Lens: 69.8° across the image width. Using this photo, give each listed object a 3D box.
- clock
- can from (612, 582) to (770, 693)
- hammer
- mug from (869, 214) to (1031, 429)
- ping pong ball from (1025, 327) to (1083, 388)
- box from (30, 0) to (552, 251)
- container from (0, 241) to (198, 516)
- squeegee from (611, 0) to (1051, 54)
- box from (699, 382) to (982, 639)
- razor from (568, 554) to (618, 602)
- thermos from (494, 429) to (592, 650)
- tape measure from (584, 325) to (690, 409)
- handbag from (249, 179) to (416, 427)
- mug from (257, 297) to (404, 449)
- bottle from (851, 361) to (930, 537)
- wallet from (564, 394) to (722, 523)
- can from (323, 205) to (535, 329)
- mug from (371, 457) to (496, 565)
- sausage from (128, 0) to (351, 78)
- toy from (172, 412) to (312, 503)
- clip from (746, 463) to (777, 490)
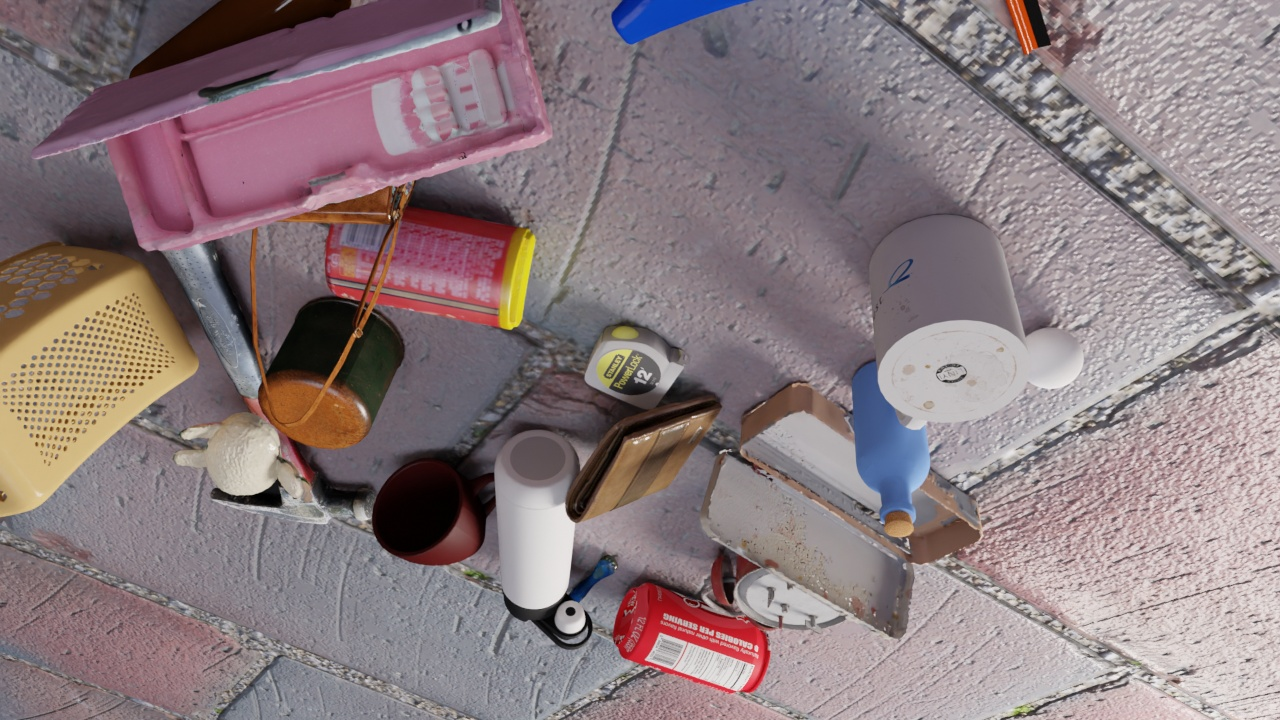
[{"bbox_3d":[0.123,0.204,0.821,0.157,0.061,0.110,-32,123,34],"label":"clock"},{"bbox_3d":[0.049,0.271,0.892,0.142,0.074,0.075,23,134,-12],"label":"can"},{"bbox_3d":[-0.319,0.024,0.739,0.140,0.036,0.327,3,135,5],"label":"hammer"},{"bbox_3d":[0.181,-0.013,0.568,0.083,0.096,0.120,10,136,0],"label":"mug"},{"bbox_3d":[0.269,-0.002,0.604,0.040,0.040,0.040,5,135,5],"label":"ping pong ball"},{"bbox_3d":[-0.171,-0.128,0.457,0.233,0.106,0.099,-14,98,4],"label":"box"},{"bbox_3d":[-0.432,0.008,0.627,0.167,0.182,0.129,1,126,23],"label":"container"},{"bbox_3d":[0.067,-0.200,0.432,0.185,0.055,0.249,-19,146,26],"label":"squeegee"},{"bbox_3d":[0.160,0.124,0.711,0.217,0.095,0.115,32,128,-22],"label":"box"},{"bbox_3d":[-0.058,0.229,0.909,0.044,0.018,0.141,42,129,3],"label":"razor"},{"bbox_3d":[-0.079,0.164,0.801,0.101,0.068,0.230,33,141,22],"label":"thermos"},{"bbox_3d":[-0.004,0.004,0.674,0.065,0.016,0.064,22,134,-12],"label":"tape measure"},{"bbox_3d":[-0.187,-0.058,0.520,0.093,0.195,0.043,2,157,4],"label":"handbag"},{"bbox_3d":[-0.233,0.020,0.685,0.085,0.081,0.111,23,134,-13],"label":"mug"},{"bbox_3d":[0.169,0.060,0.619,0.048,0.130,0.048,5,135,5],"label":"bottle"},{"bbox_3d":[0.001,0.076,0.707,0.098,0.027,0.121,-13,147,-37],"label":"wallet"},{"bbox_3d":[-0.135,-0.063,0.595,0.124,0.066,0.067,11,136,-1],"label":"can"},{"bbox_3d":[-0.161,0.134,0.801,0.114,0.087,0.088,-32,146,2],"label":"mug"},{"bbox_3d":[-0.227,-0.180,0.516,0.156,0.040,0.040,-21,128,26],"label":"sausage"},{"bbox_3d":[-0.313,0.078,0.733,0.112,0.050,0.087,15,132,-14],"label":"toy"},{"bbox_3d":[0.111,0.102,0.750,0.044,0.023,0.060,-15,132,17],"label":"clip"}]
